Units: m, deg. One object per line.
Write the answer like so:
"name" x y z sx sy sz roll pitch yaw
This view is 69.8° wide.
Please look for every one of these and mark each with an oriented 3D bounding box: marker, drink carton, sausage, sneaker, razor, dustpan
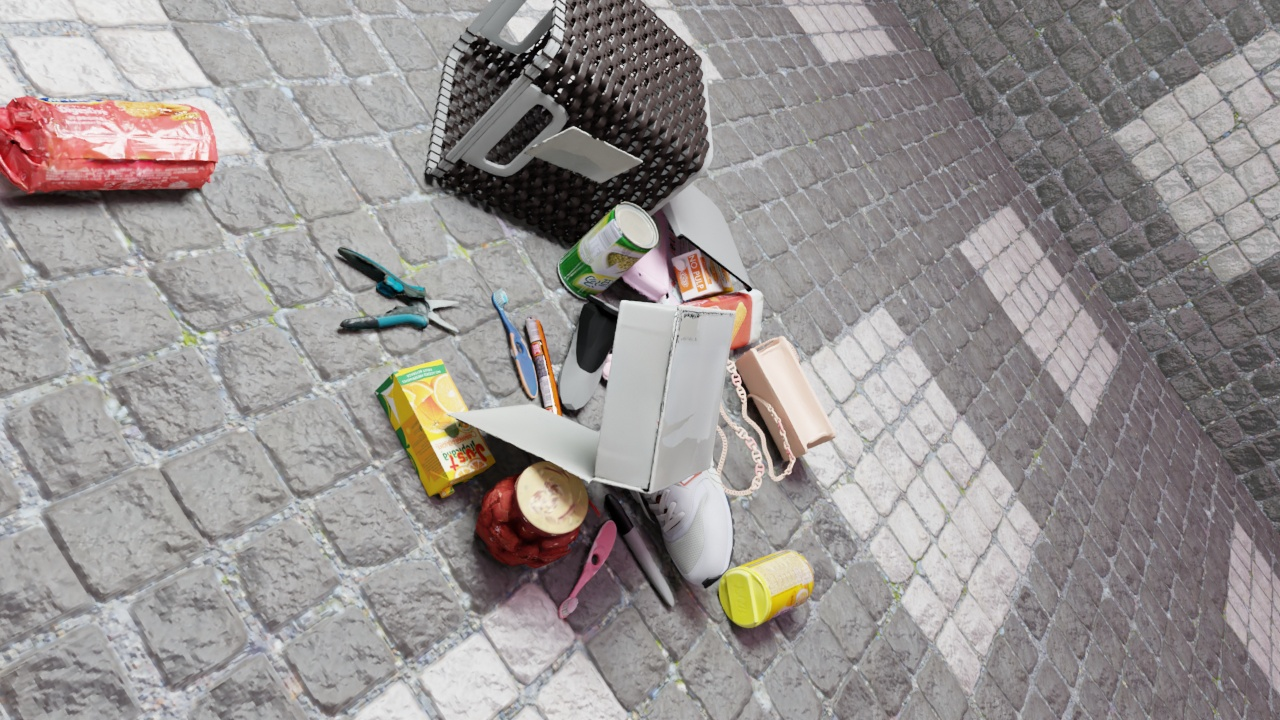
"marker" 0.000 0.204 0.989 0.138 0.016 0.022 59 16 6
"drink carton" -0.194 0.066 0.876 0.058 0.041 0.122 -19 76 -50
"sausage" -0.106 0.015 1.020 0.020 0.020 0.155 8 56 -41
"sneaker" 0.020 0.132 1.015 0.124 0.089 0.239 20 40 -28
"razor" -0.060 -0.008 1.060 0.057 0.060 0.155 27 64 -12
"dustpan" 0.063 -0.216 1.261 0.163 0.033 0.257 30 35 -44
"drink carton" 0.085 -0.116 1.251 0.122 0.040 0.058 -12 85 -69

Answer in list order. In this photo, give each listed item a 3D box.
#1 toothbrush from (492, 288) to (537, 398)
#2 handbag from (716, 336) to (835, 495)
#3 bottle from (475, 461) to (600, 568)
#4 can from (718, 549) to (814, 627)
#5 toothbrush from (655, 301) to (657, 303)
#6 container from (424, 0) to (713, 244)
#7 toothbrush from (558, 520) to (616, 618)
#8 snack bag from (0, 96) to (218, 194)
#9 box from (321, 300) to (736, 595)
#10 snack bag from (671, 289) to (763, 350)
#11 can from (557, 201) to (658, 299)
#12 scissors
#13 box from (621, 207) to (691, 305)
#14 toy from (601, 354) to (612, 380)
"toothbrush" -0.138 -0.020 1.016 0.021 0.017 0.135 -4 64 -44
"handbag" 0.132 0.064 1.198 0.187 0.117 0.198 -24 83 -18
"bottle" -0.097 0.143 0.860 0.099 0.111 0.098 16 54 -22
"can" 0.145 0.259 1.048 0.104 0.068 0.067 -5 66 -47
"toothbrush" 0.020 -0.103 1.241 0.017 0.012 0.186 9 54 -25
"container" -0.079 -0.311 1.117 0.243 0.248 0.245 27 45 -33
"toothbrush" -0.050 0.209 0.932 0.021 0.016 0.134 46 40 -12
"snack bag" -0.449 -0.181 0.781 0.176 0.083 0.082 -15 73 -48
"box" -0.093 0.101 0.899 0.164 0.447 0.167 62 20 11
"snack bag" 0.091 -0.045 1.221 0.224 0.041 0.077 -17 114 -51
"can" -0.041 -0.131 1.113 0.067 0.121 0.067 26 46 -30
"scissors" -0.251 -0.056 0.929 0.148 0.019 0.117 37 41 -22
"box" 0.026 -0.154 1.237 0.153 0.041 0.200 32 43 -37
"toy" -0.007 0.006 1.102 0.095 0.053 0.099 -34 87 -39
